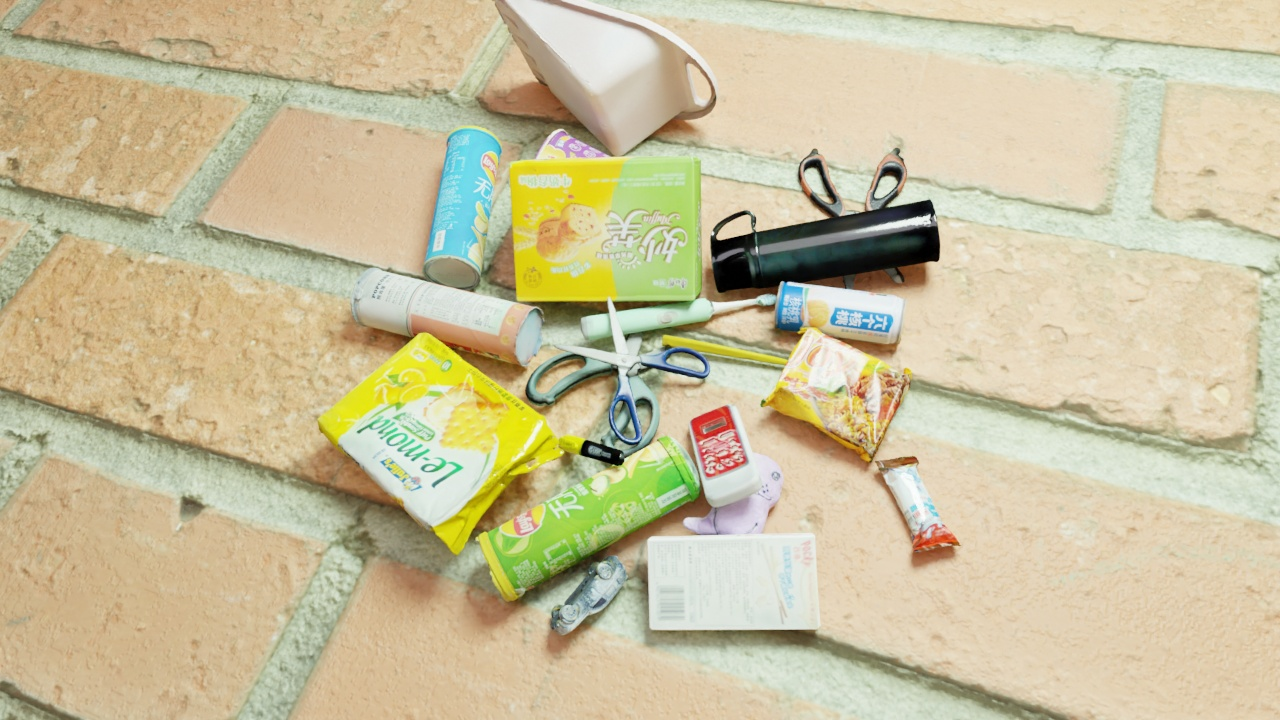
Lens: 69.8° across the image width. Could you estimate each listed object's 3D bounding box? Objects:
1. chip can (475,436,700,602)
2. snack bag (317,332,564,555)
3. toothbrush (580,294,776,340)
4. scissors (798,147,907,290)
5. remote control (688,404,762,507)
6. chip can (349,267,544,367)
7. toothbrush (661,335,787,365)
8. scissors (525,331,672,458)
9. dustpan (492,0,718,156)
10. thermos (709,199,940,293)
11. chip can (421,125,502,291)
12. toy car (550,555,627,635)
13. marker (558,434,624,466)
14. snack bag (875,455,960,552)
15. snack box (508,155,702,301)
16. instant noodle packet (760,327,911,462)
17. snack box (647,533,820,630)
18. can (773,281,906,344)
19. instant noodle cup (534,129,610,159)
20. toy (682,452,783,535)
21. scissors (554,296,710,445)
[{"bbox_3d":[-0.047,0.151,0.897,0.221,0.073,0.072,-27,59,-8],"label":"chip can"},{"bbox_3d":[-0.210,0.080,0.954,0.246,0.068,0.157,32,66,34],"label":"snack bag"},{"bbox_3d":[0.044,-0.052,1.026,0.224,0.026,0.027,-9,18,-5],"label":"toothbrush"},{"bbox_3d":[0.254,-0.177,1.080,0.189,0.015,0.226,28,68,24],"label":"scissors"},{"bbox_3d":[0.082,0.091,0.907,0.056,0.020,0.135,-21,30,7],"label":"remote control"},{"bbox_3d":[-0.220,-0.051,1.048,0.215,0.071,0.071,13,62,17],"label":"chip can"},{"bbox_3d":[0.115,-0.002,0.993,0.190,0.016,0.016,12,67,13],"label":"toothbrush"},{"bbox_3d":[-0.049,0.028,1.000,0.181,0.019,0.169,7,59,9],"label":"scissors"},{"bbox_3d":[-0.040,-0.377,1.141,0.139,0.222,0.273,-40,73,-1],"label":"dustpan"},{"bbox_3d":[0.199,-0.134,1.015,0.243,0.068,0.090,-8,92,10],"label":"thermos"},{"bbox_3d":[-0.218,-0.189,1.134,0.071,0.071,0.209,-2,59,8],"label":"chip can"},{"bbox_3d":[-0.049,0.224,0.873,0.034,0.043,0.090,47,67,-6],"label":"toy car"},{"bbox_3d":[-0.050,0.090,0.926,0.124,0.015,0.018,7,85,58],"label":"marker"},{"bbox_3d":[0.265,0.137,0.882,0.048,0.026,0.104,-8,58,-10],"label":"snack bag"},{"bbox_3d":[-0.037,-0.148,1.029,0.210,0.070,0.158,1,103,10],"label":"snack box"},{"bbox_3d":[0.201,0.028,0.937,0.128,0.044,0.110,28,72,15],"label":"instant noodle packet"},{"bbox_3d":[0.085,0.205,0.851,0.157,0.027,0.084,-3,83,7],"label":"snack box"},{"bbox_3d":[0.214,-0.051,0.988,0.135,0.053,0.053,9,61,14],"label":"can"},{"bbox_3d":[-0.071,-0.210,1.106,0.099,0.112,0.111,22,65,13],"label":"instant noodle cup"},{"bbox_3d":[0.099,0.137,0.900,0.084,0.039,0.107,24,65,11],"label":"toy"},{"bbox_3d":[-0.006,0.007,0.980,0.162,0.012,0.173,-8,68,-11],"label":"scissors"}]
